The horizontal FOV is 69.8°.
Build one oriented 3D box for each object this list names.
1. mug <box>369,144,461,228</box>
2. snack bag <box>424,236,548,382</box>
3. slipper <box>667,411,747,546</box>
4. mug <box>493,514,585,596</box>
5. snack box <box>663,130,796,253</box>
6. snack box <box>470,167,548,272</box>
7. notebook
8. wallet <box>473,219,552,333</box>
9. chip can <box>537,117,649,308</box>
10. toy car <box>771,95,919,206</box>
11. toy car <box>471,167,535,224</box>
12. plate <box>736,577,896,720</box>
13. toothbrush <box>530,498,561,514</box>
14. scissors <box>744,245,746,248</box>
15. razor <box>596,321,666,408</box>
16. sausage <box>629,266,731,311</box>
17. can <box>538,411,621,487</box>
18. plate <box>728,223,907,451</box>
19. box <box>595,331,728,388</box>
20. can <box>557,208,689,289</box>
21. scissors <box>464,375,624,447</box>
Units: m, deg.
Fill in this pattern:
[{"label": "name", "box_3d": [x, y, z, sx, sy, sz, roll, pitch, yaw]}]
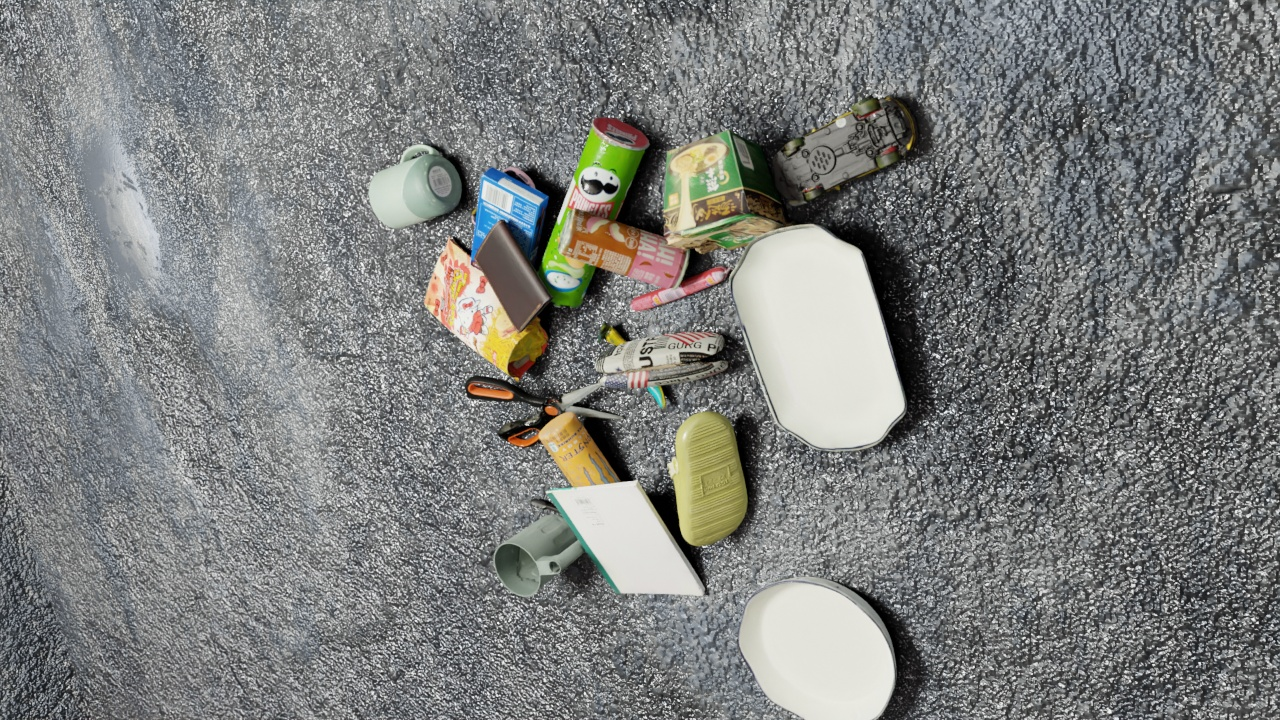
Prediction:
[{"label": "mug", "box_3d": [-0.304, -0.245, 1.256, 0.107, 0.082, 0.111, -9, 70, 36]}, {"label": "snack bag", "box_3d": [-0.222, -0.068, 1.279, 0.208, 0.073, 0.129, 38, 124, 25]}, {"label": "slipper", "box_3d": [0.079, 0.140, 1.148, 0.081, 0.091, 0.191, -129, 29, -59]}, {"label": "mug", "box_3d": [-0.131, 0.275, 1.311, 0.124, 0.103, 0.084, -12, 100, 35]}, {"label": "snack box", "box_3d": [0.089, -0.183, 0.995, 0.118, 0.118, 0.105, -12, 84, 32]}, {"label": "snack box", "box_3d": [-0.173, -0.167, 1.191, 0.084, 0.026, 0.157, 29, 137, 8]}, {"label": "notebook", "box_3d": [-0.020, 0.244, 1.235, 0.151, 0.012, 0.209, -9, 124, 34]}, {"label": "wallet", "box_3d": [-0.166, -0.106, 1.172, 0.122, 0.020, 0.097, 59, 142, 9]}, {"label": "chip can", "box_3d": [-0.065, -0.176, 1.124, 0.072, 0.072, 0.237, 37, 124, 17]}, {"label": "toy car", "box_3d": [0.207, -0.217, 0.948, 0.156, 0.041, 0.071, -22, 94, 35]}, {"label": "toy car", "box_3d": [-0.179, -0.207, 1.207, 0.056, 0.037, 0.123, 44, 136, -6]}, {"label": "plate", "box_3d": [0.222, 0.359, 1.146, 0.205, 0.045, 0.205, 12, 113, 31]}, {"label": "toothbrush", "box_3d": [-0.070, 0.227, 1.303, 0.213, 0.027, 0.026, 11, 68, 31]}, {"label": "scissors", "box_3d": [0.137, -0.118, 1.048, 0.159, 0.014, 0.172, 17, 114, 28]}, {"label": "razor", "box_3d": [-0.007, 0.007, 1.178, 0.132, 0.028, 0.043, 50, 159, 10]}, {"label": "sausage", "box_3d": [0.047, -0.086, 1.115, 0.156, 0.020, 0.020, -18, 97, 36]}, {"label": "can", "box_3d": [-0.075, 0.142, 1.235, 0.058, 0.058, 0.146, -21, 109, 37]}, {"label": "plate", "box_3d": [0.199, -0.025, 1.014, 0.162, 0.034, 0.266, -12, 107, 34]}, {"label": "box", "box_3d": [0.026, 0.014, 1.117, 0.164, 0.074, 0.079, -7, 110, 16]}, {"label": "can", "box_3d": [-0.020, -0.130, 1.075, 0.147, 0.057, 0.058, 17, 121, -11]}, {"label": "scissors", "box_3d": [-0.137, 0.067, 1.265, 0.221, 0.021, 0.224, 20, 141, -2]}]
